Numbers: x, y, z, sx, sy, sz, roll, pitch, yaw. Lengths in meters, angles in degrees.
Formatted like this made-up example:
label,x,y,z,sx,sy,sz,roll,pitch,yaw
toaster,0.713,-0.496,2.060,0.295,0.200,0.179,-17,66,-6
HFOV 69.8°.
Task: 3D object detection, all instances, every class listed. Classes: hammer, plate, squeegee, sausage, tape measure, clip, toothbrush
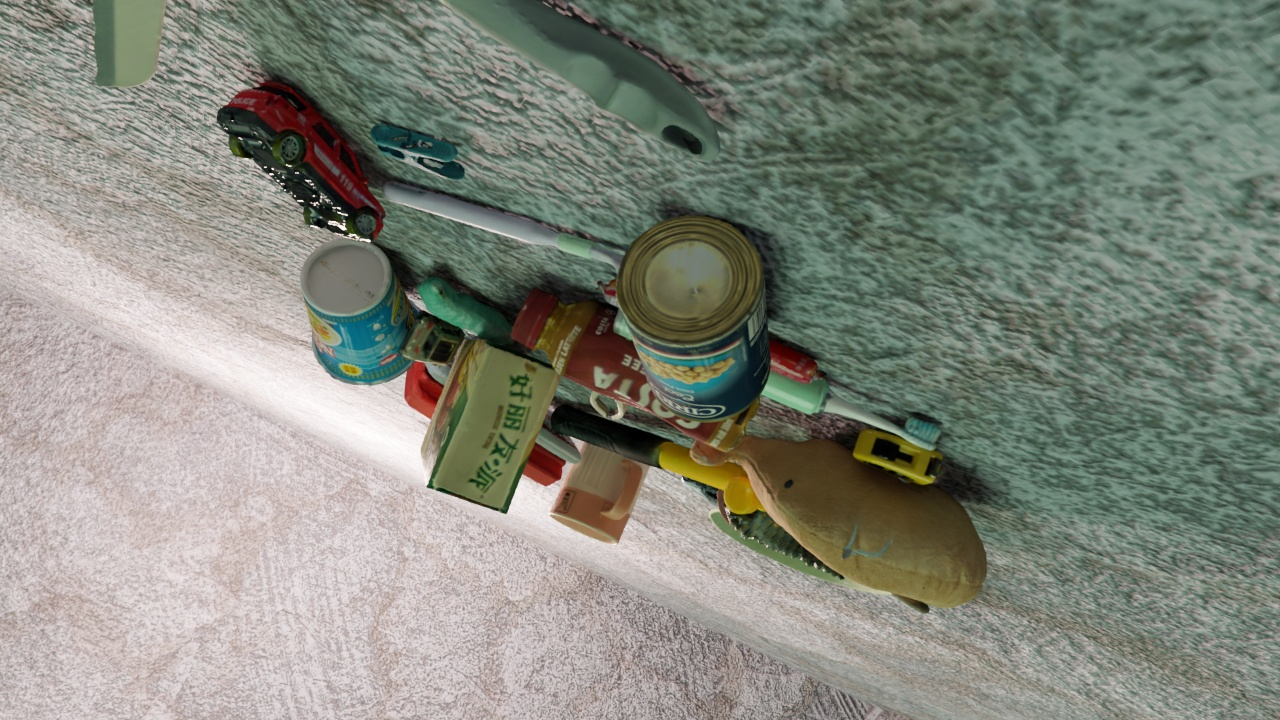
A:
label,x,y,z,sx,sy,sz,roll,pitch,yaw
hammer,0.024,0.088,0.849,0.301,0.033,0.128,15,-178,43
plate,0.188,0.210,1.044,0.230,0.027,0.230,22,163,7
squeegee,-0.074,-0.142,0.346,0.246,0.039,0.247,23,146,-16
sausage,0.044,-0.020,0.576,0.156,0.020,0.020,23,163,4
tape measure,0.176,0.063,0.625,0.057,0.029,0.060,20,174,13
clip,-0.126,-0.119,0.519,0.056,0.014,0.041,20,162,8
toothbrush,-0.080,-0.080,0.565,0.189,0.029,0.021,20,122,17
toothbrush,0.087,0.012,0.598,0.224,0.027,0.026,23,-165,4
clip,-0.019,0.015,0.745,0.064,0.034,0.098,21,154,12

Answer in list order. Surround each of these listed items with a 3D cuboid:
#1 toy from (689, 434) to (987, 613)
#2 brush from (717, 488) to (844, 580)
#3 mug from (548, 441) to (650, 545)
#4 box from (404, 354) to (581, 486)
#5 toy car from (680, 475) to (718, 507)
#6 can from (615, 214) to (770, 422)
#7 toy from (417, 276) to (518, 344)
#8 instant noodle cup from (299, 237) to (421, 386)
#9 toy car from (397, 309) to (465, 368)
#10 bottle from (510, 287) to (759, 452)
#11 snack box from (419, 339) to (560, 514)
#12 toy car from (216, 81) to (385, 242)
label,x,y,z,sx,sy,sz,roll,pitch,yaw
toy,0.146,0.106,0.671,0.226,0.082,0.143,25,-168,-4
brush,0.141,0.153,0.886,0.146,0.063,0.069,23,-164,-5
mug,-0.034,0.133,0.979,0.081,0.105,0.115,30,162,-19
box,-0.144,0.046,0.942,0.068,0.090,0.201,-37,126,24
toy car,0.087,0.139,0.963,0.106,0.031,0.049,13,159,34
can,0.032,-0.020,0.499,0.075,0.075,0.111,19,161,17
toy,-0.143,-0.038,0.752,0.092,0.030,0.096,32,170,-20
instant noodle cup,-0.234,-0.045,0.760,0.099,0.099,0.110,22,155,5
toy car,-0.172,-0.014,0.776,0.035,0.042,0.090,31,-179,7
bottle,-0.004,0.004,0.641,0.175,0.057,0.057,25,163,-4
snack box,-0.131,0.044,0.754,0.063,0.114,0.240,22,175,-15
toy car,-0.201,-0.119,0.562,0.053,0.045,0.120,17,156,29
